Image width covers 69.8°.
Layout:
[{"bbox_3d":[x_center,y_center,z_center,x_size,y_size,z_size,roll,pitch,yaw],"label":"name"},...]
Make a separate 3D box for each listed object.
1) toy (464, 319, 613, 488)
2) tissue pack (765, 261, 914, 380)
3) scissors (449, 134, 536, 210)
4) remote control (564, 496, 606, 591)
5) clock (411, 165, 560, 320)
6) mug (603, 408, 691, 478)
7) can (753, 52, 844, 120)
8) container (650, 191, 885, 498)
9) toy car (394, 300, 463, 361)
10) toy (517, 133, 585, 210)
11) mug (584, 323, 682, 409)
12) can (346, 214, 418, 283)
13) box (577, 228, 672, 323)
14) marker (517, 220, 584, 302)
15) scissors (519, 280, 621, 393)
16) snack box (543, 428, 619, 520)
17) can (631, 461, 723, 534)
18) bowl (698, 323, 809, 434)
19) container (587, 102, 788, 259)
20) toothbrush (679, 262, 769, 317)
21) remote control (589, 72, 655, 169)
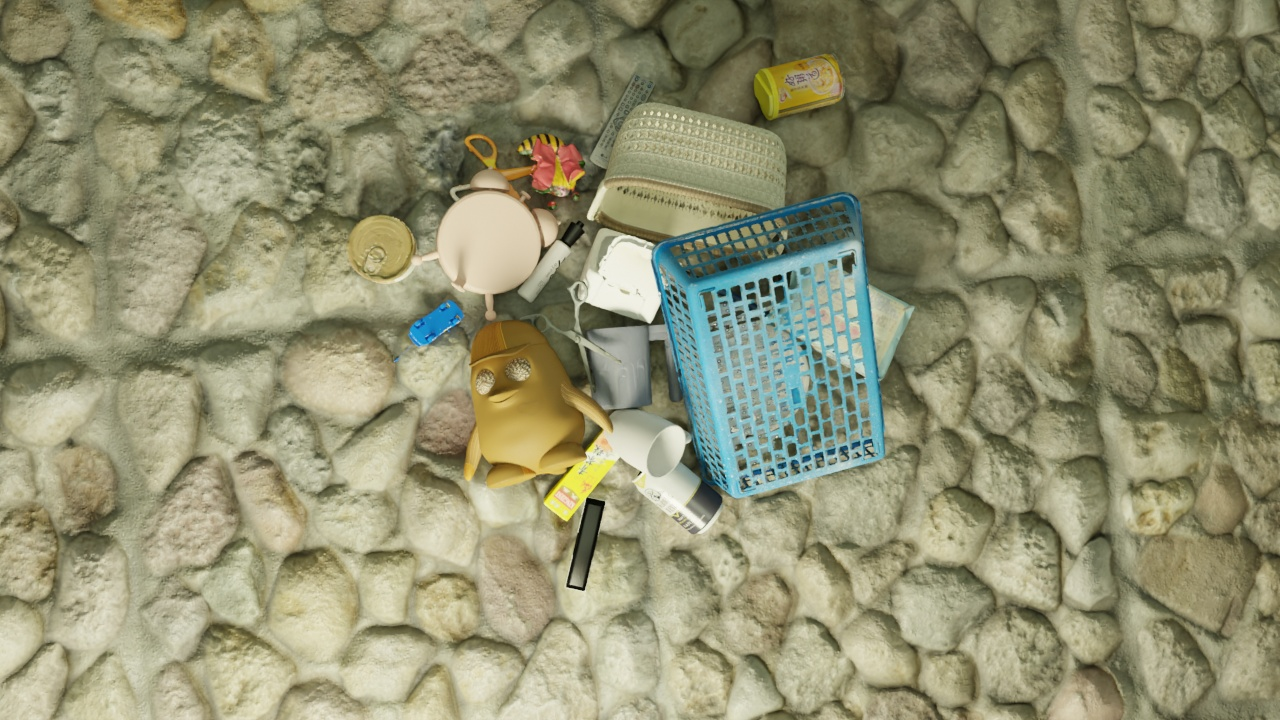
[{"bbox_3d":[-0.150,0.045,1.148,0.199,0.162,0.203,-18,80,7],"label":"toy"},{"bbox_3d":[0.265,-0.059,1.230,0.182,0.070,0.112,27,87,-3],"label":"tissue pack"},{"bbox_3d":[-0.196,-0.238,1.212,0.127,0.011,0.125,-44,96,-6],"label":"scissors"},{"bbox_3d":[-0.073,0.245,1.220,0.028,0.012,0.124,13,88,-6],"label":"remote control"},{"bbox_3d":[-0.192,-0.152,1.171,0.131,0.086,0.160,38,77,-14],"label":"clock"},{"bbox_3d":[0.012,0.096,1.170,0.107,0.089,0.071,-9,116,-46],"label":"mug"},{"bbox_3d":[0.211,-0.366,1.227,0.105,0.068,0.067,-16,91,-6],"label":"can"},{"bbox_3d":[0.175,0.003,1.122,0.257,0.089,0.363,-15,119,-1],"label":"container"},{"bbox_3d":[-0.280,-0.035,1.202,0.033,0.062,0.091,50,55,-2],"label":"toy car"},{"bbox_3d":[-0.115,-0.254,1.203,0.084,0.046,0.103,-27,83,-17],"label":"toy"},{"bbox_3d":[-0.007,0.007,1.194,0.124,0.084,0.104,-4,91,-8],"label":"mug"},{"bbox_3d":[-0.331,-0.142,1.182,0.086,0.043,0.086,0,89,-6],"label":"can"},{"bbox_3d":[-0.010,-0.125,1.146,0.108,0.137,0.125,17,48,-6],"label":"box"},{"bbox_3d":[-0.116,-0.133,1.213,0.025,0.025,0.126,37,86,-4],"label":"marker"},{"bbox_3d":[-0.090,-0.033,1.171,0.174,0.014,0.142,11,107,35],"label":"scissors"},{"bbox_3d":[-0.066,0.142,1.212,0.040,0.029,0.148,40,85,-4],"label":"snack box"},{"bbox_3d":[0.045,0.168,1.206,0.127,0.064,0.064,40,86,-4],"label":"can"},{"bbox_3d":[0.147,0.021,1.224,0.149,0.043,0.149,-1,102,-6],"label":"bowl"},{"bbox_3d":[0.067,-0.221,1.160,0.246,0.185,0.142,13,78,-8],"label":"container"},{"bbox_3d":[0.107,-0.096,1.241,0.167,0.014,0.014,27,75,-5],"label":"toothbrush"},{"bbox_3d":[-0.024,-0.319,1.229,0.033,0.013,0.136,28,87,-5],"label":"remote control"}]
